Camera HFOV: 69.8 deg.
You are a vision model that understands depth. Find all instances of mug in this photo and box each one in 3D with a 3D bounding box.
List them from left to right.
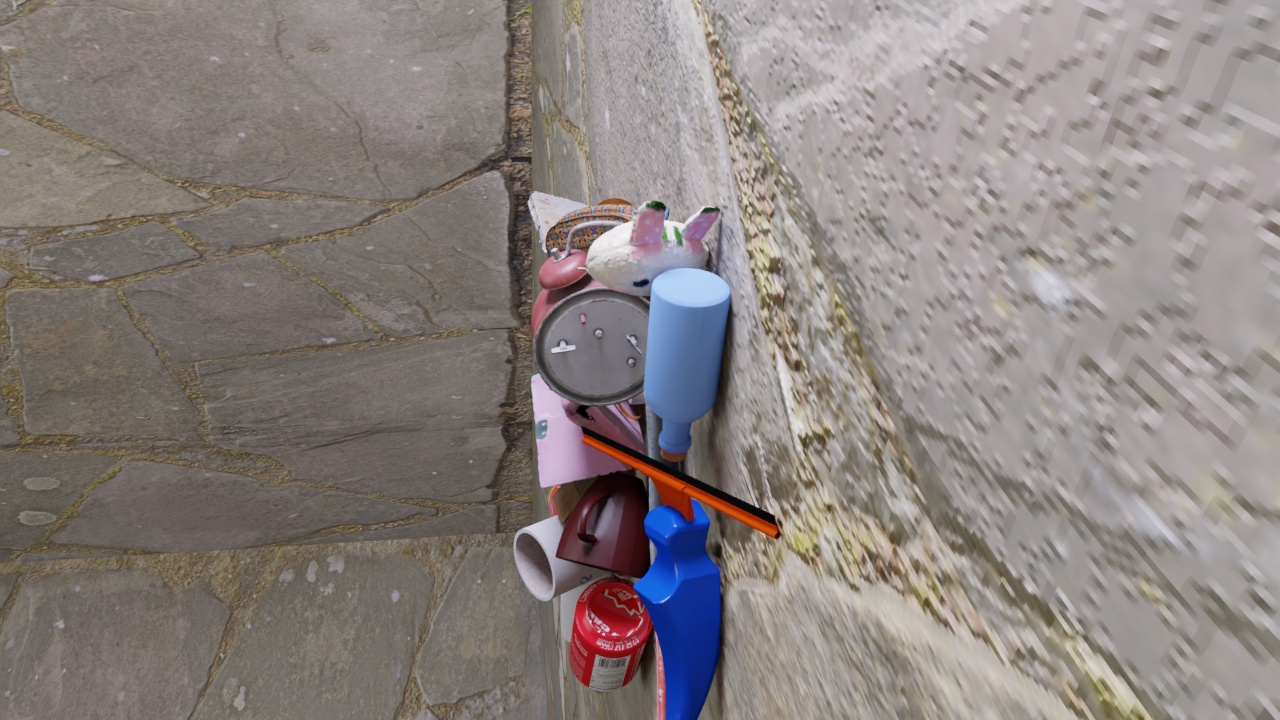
[{"bbox_3d":[-0.090,0.218,1.052,0.120,0.096,0.083,-20,87,54],"label":"mug"},{"bbox_3d":[-0.031,0.146,0.844,0.114,0.087,0.088,44,-123,-64],"label":"mug"}]

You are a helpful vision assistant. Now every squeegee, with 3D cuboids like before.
[{"bbox_3d":[0.026,0.154,0.599,0.250,0.055,0.185,15,108,62],"label":"squeegee"}]

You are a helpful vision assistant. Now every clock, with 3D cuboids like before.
[{"bbox_3d":[-0.032,-0.035,0.741,0.061,0.110,0.157,-105,15,-59],"label":"clock"}]

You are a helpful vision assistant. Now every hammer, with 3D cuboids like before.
[{"bbox_3d":[0.021,0.181,0.704,0.140,0.036,0.326,-158,66,-82],"label":"hammer"}]

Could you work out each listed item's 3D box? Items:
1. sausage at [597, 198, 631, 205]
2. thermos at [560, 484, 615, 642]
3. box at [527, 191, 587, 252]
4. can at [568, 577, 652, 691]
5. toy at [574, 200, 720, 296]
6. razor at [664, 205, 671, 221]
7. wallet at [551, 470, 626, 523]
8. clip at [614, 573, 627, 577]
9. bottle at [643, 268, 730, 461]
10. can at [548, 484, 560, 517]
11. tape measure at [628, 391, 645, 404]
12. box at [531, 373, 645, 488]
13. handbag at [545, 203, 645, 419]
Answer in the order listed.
[{"bbox_3d":[-0.025,-0.088,0.882,0.040,0.040,0.155,105,165,-61],"label":"sausage"},{"bbox_3d":[-0.065,0.229,1.153,0.101,0.068,0.230,51,-143,-84],"label":"thermos"},{"bbox_3d":[-0.072,-0.113,1.020,0.217,0.095,0.115,-111,17,-64],"label":"box"},{"bbox_3d":[-0.031,0.273,0.907,0.143,0.074,0.074,100,165,-52],"label":"can"},{"bbox_3d":[0.003,-0.066,0.591,0.113,0.087,0.050,-38,66,44],"label":"toy"},{"bbox_3d":[0.029,-0.039,0.654,0.044,0.018,0.140,111,152,-66],"label":"razor"},{"bbox_3d":[-0.053,0.131,0.998,0.098,0.027,0.121,-47,9,-4],"label":"wallet"},{"bbox_3d":[-0.019,0.203,0.995,0.060,0.023,0.044,-96,7,-58],"label":"clip"},{"bbox_3d":[0.027,0.009,0.585,0.048,0.048,0.131,-105,16,-55],"label":"bottle"},{"bbox_3d":[-0.093,0.215,1.297,0.124,0.066,0.067,-137,46,-77],"label":"can"},{"bbox_3d":[-0.005,0.005,0.873,0.065,0.016,0.064,-113,23,-66],"label":"tape measure"},{"bbox_3d":[-0.072,0.041,0.927,0.099,0.107,0.232,47,-169,-26],"label":"box"},{"bbox_3d":[-0.019,-0.040,0.812,0.043,0.094,0.196,-46,-52,-58],"label":"handbag"}]
